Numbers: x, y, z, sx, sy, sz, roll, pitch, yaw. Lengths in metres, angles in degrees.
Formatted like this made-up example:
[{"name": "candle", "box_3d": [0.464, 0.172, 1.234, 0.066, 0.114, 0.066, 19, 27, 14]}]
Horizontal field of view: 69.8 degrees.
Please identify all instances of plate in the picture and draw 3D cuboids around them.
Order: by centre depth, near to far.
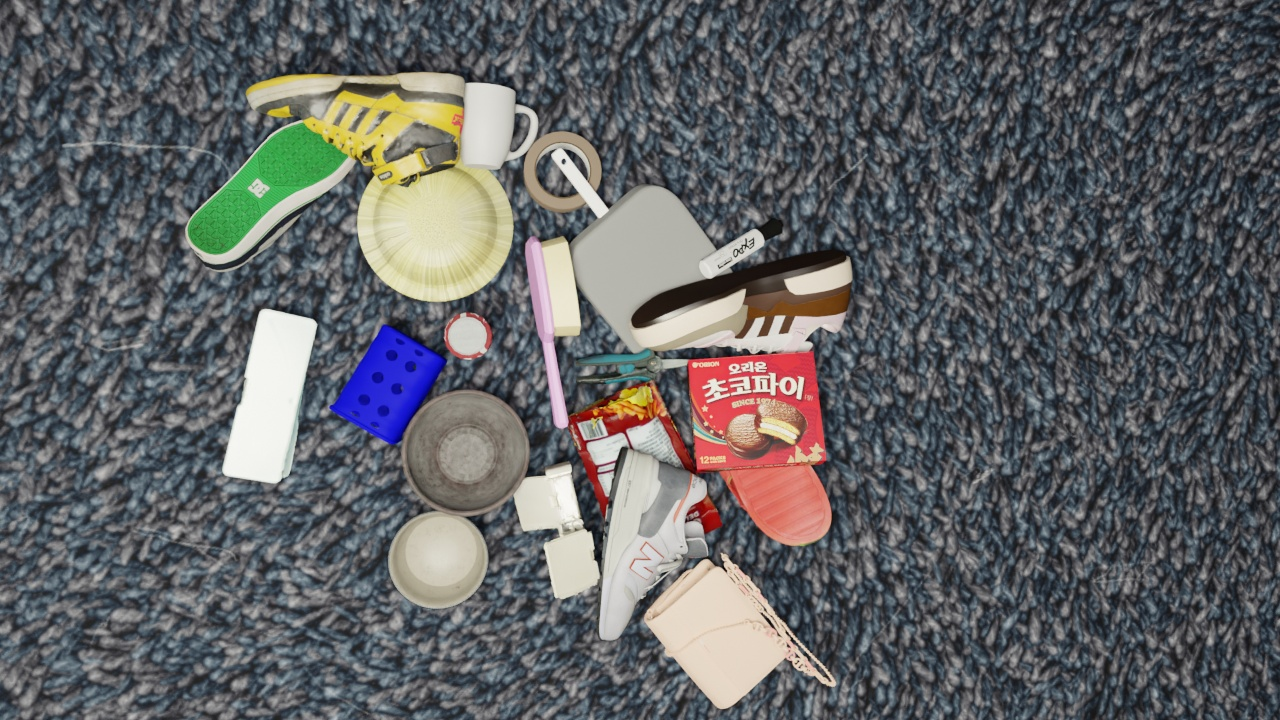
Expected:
[{"name": "plate", "box_3d": [-0.245, -0.164, 1.096, 0.184, 0.036, 0.184, 0, 91, -8]}]

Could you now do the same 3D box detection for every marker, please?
[{"name": "marker", "box_3d": [0.128, -0.142, 1.143, 0.125, 0.025, 0.025, -33, 95, -19]}]

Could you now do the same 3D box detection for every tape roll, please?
[{"name": "tape roll", "box_3d": [-0.095, -0.229, 1.119, 0.093, 0.030, 0.093, 0, 91, -8]}]

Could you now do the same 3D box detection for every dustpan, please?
[{"name": "dustpan", "box_3d": [-0.021, -0.151, 1.115, 0.163, 0.033, 0.257, -41, 113, -5]}]

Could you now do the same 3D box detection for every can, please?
[{"name": "can", "box_3d": [-0.200, -0.028, 1.074, 0.054, 0.096, 0.054, 0, 91, -8]}]

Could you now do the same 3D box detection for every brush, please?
[{"name": "brush", "box_3d": [-0.097, -0.035, 1.092, 0.043, 0.089, 0.228, -9, 91, -13]}]

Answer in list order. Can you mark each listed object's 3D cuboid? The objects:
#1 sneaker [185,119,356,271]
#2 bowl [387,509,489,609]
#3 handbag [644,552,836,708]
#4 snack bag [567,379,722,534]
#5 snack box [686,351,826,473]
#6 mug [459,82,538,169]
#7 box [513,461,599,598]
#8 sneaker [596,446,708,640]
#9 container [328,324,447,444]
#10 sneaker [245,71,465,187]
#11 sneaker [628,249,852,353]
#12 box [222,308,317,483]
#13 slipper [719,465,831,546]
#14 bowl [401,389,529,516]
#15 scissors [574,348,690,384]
[{"name": "sneaker", "box_3d": [-0.418, -0.193, 1.061, 0.084, 0.079, 0.234, 41, 68, 0]}, {"name": "bowl", "box_3d": [-0.238, 0.231, 1.092, 0.115, 0.059, 0.115, 0, 91, -8]}, {"name": "handbag", "box_3d": [0.099, 0.329, 1.076, 0.116, 0.187, 0.199, -40, 101, -13]}, {"name": "snack bag", "box_3d": [0.001, 0.140, 1.125, 0.139, 0.066, 0.208, -23, 96, -2]}, {"name": "snack box", "box_3d": [0.138, 0.063, 1.110, 0.152, 0.036, 0.132, -4, 76, -1]}, {"name": "mug", "box_3d": [-0.171, -0.274, 1.096, 0.107, 0.071, 0.089, 1, 94, -35]}, {"name": "box", "box_3d": [-0.098, 0.194, 1.049, 0.081, 0.182, 0.143, -13, 86, -7]}, {"name": "sneaker", "box_3d": [0.017, 0.224, 1.085, 0.124, 0.088, 0.240, 6, 103, -1]}, {"name": "container", "box_3d": [-0.290, 0.026, 1.069, 0.085, 0.084, 0.113, 31, 85, -6]}, {"name": "sneaker", "box_3d": [-0.314, -0.255, 1.031, 0.238, 0.086, 0.122, -3, 94, -2]}, {"name": "sneaker", "box_3d": [0.128, -0.043, 1.118, 0.293, 0.112, 0.116, -18, 107, -21]}, {"name": "box", "box_3d": [-0.428, 0.041, 1.066, 0.086, 0.072, 0.199, 10, 88, 11]}, {"name": "slipper", "box_3d": [0.147, 0.119, 1.146, 0.103, 0.059, 0.248, -28, 79, -6]}, {"name": "bowl", "box_3d": [-0.205, 0.110, 1.086, 0.145, 0.067, 0.145, 1, 83, -9]}, {"name": "scissors", "box_3d": [-0.010, 0.002, 1.133, 0.135, 0.019, 0.130, 40, 102, -21]}]
